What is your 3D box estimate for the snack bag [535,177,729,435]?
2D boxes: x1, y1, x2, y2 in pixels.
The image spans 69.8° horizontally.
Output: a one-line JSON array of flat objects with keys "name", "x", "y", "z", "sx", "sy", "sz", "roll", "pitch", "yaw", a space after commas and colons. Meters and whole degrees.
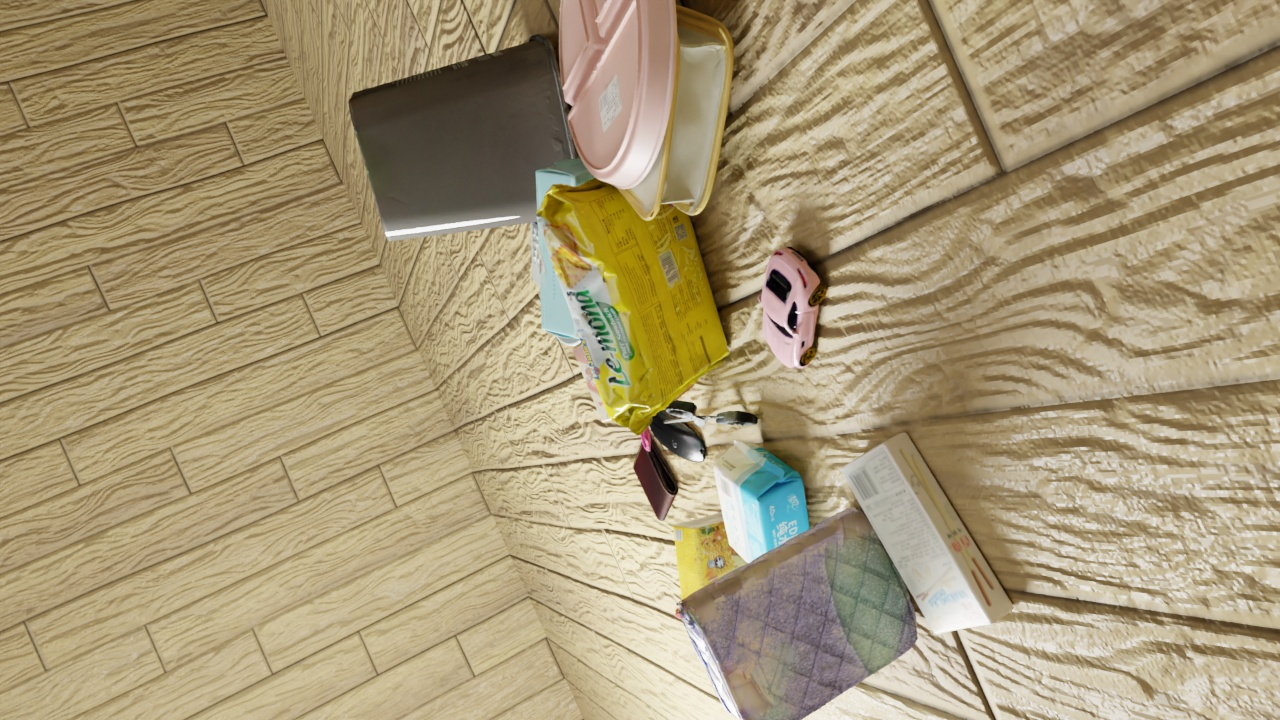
[{"name": "snack bag", "x": 0.003, "y": -0.072, "z": 0.889, "sx": 0.068, "sy": 0.157, "sz": 0.246, "roll": -4, "pitch": 111, "yaw": 43}]

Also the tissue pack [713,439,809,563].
[{"name": "tissue pack", "x": 0.130, "y": 0.156, "z": 0.945, "sx": 0.090, "sy": 0.063, "sz": 0.140, "roll": 34, "pitch": 142, "yaw": 58}]

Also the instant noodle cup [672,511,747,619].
[{"name": "instant noodle cup", "x": 0.097, "y": 0.245, "z": 1.077, "sx": 0.116, "sy": 0.116, "sz": 0.123, "roll": 159, "pitch": 98, "yaw": -69}]

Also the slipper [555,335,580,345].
[{"name": "slipper", "x": -0.058, "y": -0.094, "z": 1.046, "sx": 0.104, "sy": 0.074, "sz": 0.246, "roll": 55, "pitch": 140, "yaw": 12}]

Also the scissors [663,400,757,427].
[{"name": "scissors", "x": 0.065, "y": 0.064, "z": 0.999, "sx": 0.174, "sy": 0.159, "sz": 0.014, "roll": 0, "pitch": 76, "yaw": 38}]

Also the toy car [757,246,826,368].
[{"name": "toy car", "x": 0.125, "y": -0.041, "z": 0.779, "sx": 0.056, "sy": 0.037, "sz": 0.123, "roll": 51, "pitch": 157, "yaw": 38}]

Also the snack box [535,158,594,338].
[{"name": "snack box", "x": -0.063, "y": -0.115, "z": 0.941, "sx": 0.052, "sy": 0.074, "sz": 0.175, "roll": 15, "pitch": 117, "yaw": 29}]

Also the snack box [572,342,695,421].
[{"name": "snack box", "x": -0.006, "y": 0.006, "z": 1.040, "sx": 0.093, "sy": 0.076, "sz": 0.094, "roll": -15, "pitch": 101, "yaw": 33}]

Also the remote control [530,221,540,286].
[{"name": "remote control", "x": -0.124, "y": -0.164, "z": 1.194, "sx": 0.058, "sy": 0.021, "sz": 0.150, "roll": 33, "pitch": 131, "yaw": 46}]

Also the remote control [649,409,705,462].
[{"name": "remote control", "x": 0.037, "y": 0.092, "z": 1.159, "sx": 0.136, "sy": 0.024, "sz": 0.053, "roll": 32, "pitch": 141, "yaw": 57}]

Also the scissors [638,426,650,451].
[{"name": "scissors", "x": -0.002, "y": 0.060, "z": 1.211, "sx": 0.105, "sy": 0.017, "sz": 0.136, "roll": -107, "pitch": 8, "yaw": -49}]

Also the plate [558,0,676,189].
[{"name": "plate", "x": -0.027, "y": -0.257, "z": 0.758, "sx": 0.230, "sy": 0.028, "sz": 0.229, "roll": 172, "pitch": 90, "yaw": -69}]

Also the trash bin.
[{"name": "trash bin", "x": -0.191, "y": -0.240, "z": 1.016, "sx": 0.199, "sy": 0.219, "sz": 0.199, "roll": -123, "pitch": 21, "yaw": -66}]

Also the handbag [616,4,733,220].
[{"name": "handbag", "x": 0.010, "y": -0.224, "z": 0.787, "sx": 0.178, "sy": 0.063, "sz": 0.164, "roll": -128, "pitch": 39, "yaw": -49}]

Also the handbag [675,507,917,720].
[{"name": "handbag", "x": 0.140, "y": 0.231, "z": 0.815, "sx": 0.134, "sy": 0.193, "sz": 0.076, "roll": 67, "pitch": 163, "yaw": -4}]

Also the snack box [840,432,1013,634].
[{"name": "snack box", "x": 0.226, "y": 0.141, "z": 0.741, "sx": 0.156, "sy": 0.026, "sz": 0.085, "roll": 61, "pitch": 159, "yaw": 13}]

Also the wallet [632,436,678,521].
[{"name": "wallet", "x": 0.019, "y": 0.168, "z": 1.301, "sx": 0.096, "sy": 0.020, "sz": 0.122, "roll": 63, "pitch": 161, "yaw": 21}]
